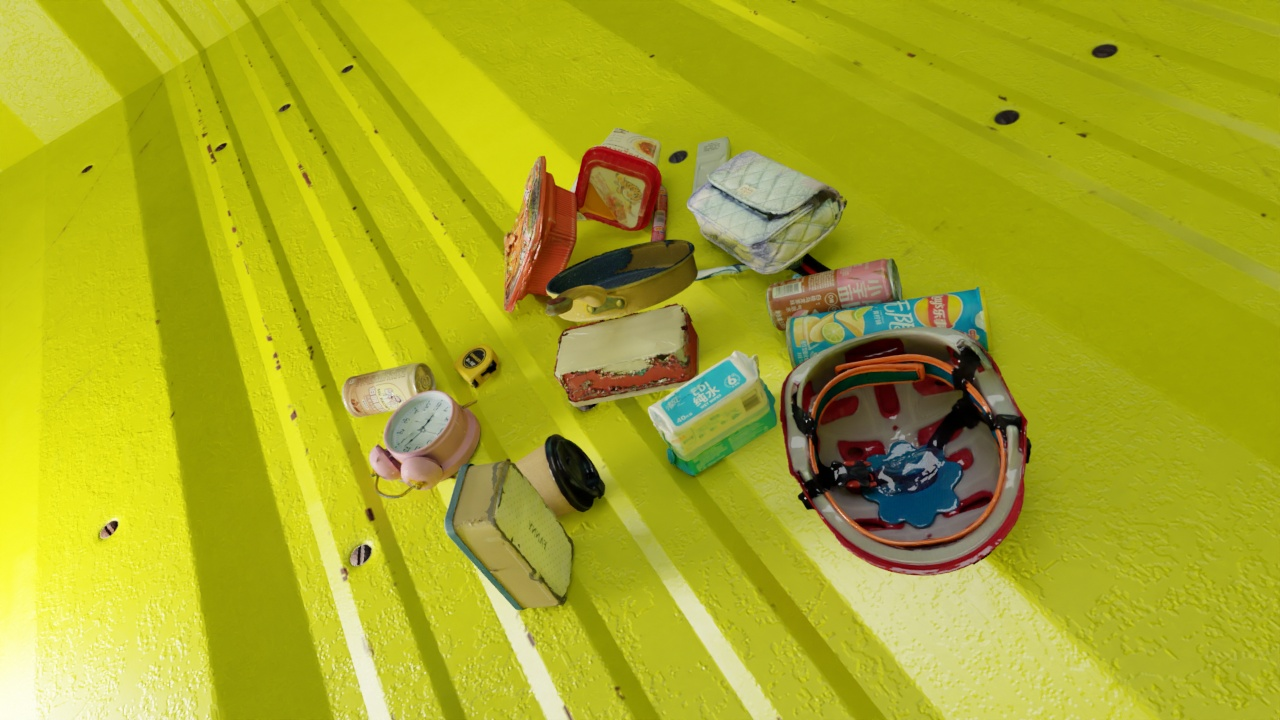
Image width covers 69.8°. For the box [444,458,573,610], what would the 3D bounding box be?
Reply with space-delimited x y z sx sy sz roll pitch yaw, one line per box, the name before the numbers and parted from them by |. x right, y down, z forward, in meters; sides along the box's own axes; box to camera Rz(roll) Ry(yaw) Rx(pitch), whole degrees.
box | -0.132 0.177 0.936 0.060 0.184 0.089 -13 41 20

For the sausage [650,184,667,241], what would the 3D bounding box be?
sausage | 0.028 -0.203 1.317 0.020 0.020 0.155 -10 47 18

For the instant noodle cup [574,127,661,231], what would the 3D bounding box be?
instant noodle cup | -0.024 -0.267 1.328 0.116 0.117 0.124 19 42 1

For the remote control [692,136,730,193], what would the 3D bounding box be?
remote control | 0.104 -0.281 1.347 0.049 0.024 0.124 -8 47 19

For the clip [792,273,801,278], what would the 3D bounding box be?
clip | 0.194 -0.075 1.117 0.013 0.033 0.054 -9 61 22

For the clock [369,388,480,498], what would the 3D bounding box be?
clock | -0.277 0.108 1.158 0.117 0.060 0.158 11 58 34

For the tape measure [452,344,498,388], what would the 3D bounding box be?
tape measure | -0.220 0.007 1.243 0.057 0.029 0.060 -44 46 -14

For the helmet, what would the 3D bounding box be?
helmet | 0.249 0.097 0.853 0.207 0.144 0.239 -17 59 12

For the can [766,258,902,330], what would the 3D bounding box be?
can | 0.223 -0.075 1.059 0.147 0.058 0.057 -11 47 23

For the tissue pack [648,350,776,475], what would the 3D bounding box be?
tissue pack | 0.081 0.057 1.005 0.140 0.090 0.063 -32 45 -3

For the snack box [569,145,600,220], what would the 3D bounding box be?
snack box | -0.063 -0.279 1.425 0.075 0.026 0.153 4 53 28

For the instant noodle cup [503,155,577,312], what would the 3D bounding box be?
instant noodle cup | -0.142 -0.170 1.292 0.079 0.189 0.164 13 46 -17

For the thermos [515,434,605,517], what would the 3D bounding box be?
thermos | -0.121 0.147 1.032 0.143 0.093 0.093 -28 43 13

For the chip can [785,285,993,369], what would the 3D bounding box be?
chip can | 0.270 -0.029 1.002 0.210 0.071 0.071 -9 48 20

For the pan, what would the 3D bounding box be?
pan | -0.043 -0.091 1.105 0.198 0.078 0.356 -11 20 17

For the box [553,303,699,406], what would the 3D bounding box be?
box | -0.019 -0.010 1.103 0.168 0.076 0.091 -12 46 17

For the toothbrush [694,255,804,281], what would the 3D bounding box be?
toothbrush | 0.120 -0.115 1.185 0.192 0.016 0.018 -7 64 28

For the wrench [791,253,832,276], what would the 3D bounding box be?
wrench | 0.206 -0.128 1.164 0.056 0.016 0.273 -36 44 -1

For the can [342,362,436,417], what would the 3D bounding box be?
can | -0.343 0.040 1.253 0.116 0.058 0.058 -12 47 17

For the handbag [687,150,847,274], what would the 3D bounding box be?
handbag | 0.154 -0.196 1.177 0.134 0.075 0.194 -37 38 -7
